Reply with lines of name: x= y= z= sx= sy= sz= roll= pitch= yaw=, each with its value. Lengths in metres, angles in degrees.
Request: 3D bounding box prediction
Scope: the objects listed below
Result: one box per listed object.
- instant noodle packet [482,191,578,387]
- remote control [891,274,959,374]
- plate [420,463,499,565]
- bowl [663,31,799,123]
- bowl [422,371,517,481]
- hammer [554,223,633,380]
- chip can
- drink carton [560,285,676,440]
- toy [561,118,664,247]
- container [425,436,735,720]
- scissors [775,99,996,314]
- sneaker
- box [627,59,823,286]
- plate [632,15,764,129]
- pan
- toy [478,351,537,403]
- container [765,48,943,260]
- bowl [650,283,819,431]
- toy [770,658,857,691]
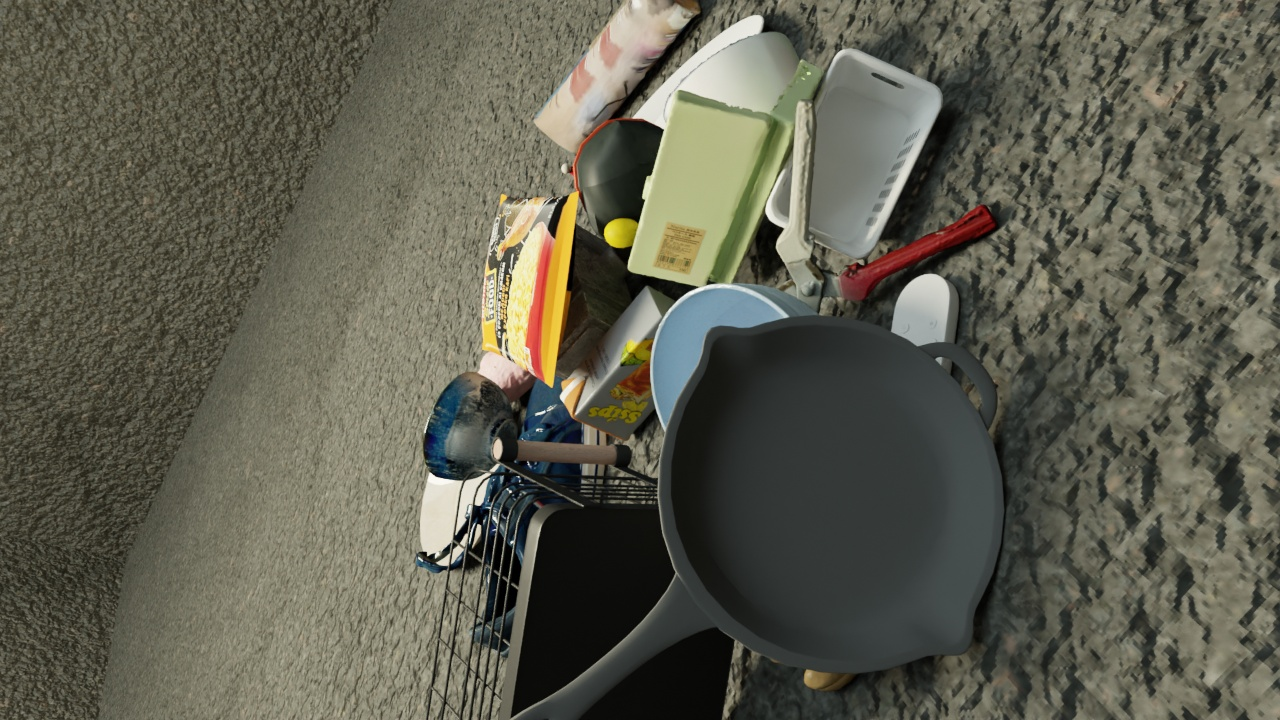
instant noodle packet: x=-0.107 y=-0.073 z=0.848 sx=0.221 sy=0.032 sz=0.160 roll=21 pitch=104 yaw=63
remote control: x=0.174 y=0.010 z=0.579 sx=0.043 sy=0.013 sz=0.136 roll=-9 pitch=64 yaw=54
plate: x=-0.193 y=0.144 z=1.035 sx=0.189 sy=0.027 sz=0.188 roll=-34 pitch=45 yaw=42
bowl: x=0.083 y=-0.195 z=0.724 sx=0.117 sy=0.116 sz=0.065 roll=-37 pitch=77 yaw=40
bowl: x=-0.161 y=0.073 z=0.925 sx=0.061 sy=0.114 sz=0.114 roll=16 pitch=84 yaw=22
hammer: x=0.015 y=-0.133 z=0.856 sx=0.327 sy=0.079 sz=0.176 roll=-45 pitch=38 yaw=23
chip can: x=-0.031 y=-0.333 z=1.039 sx=0.230 sy=0.079 sz=0.079 roll=-43 pitch=39 yaw=35
drink carton: x=-0.005 y=0.005 z=0.797 sx=0.125 sy=0.076 sz=0.048 roll=-49 pitch=36 yaw=21
toy: x=-0.011 y=-0.153 z=0.773 sx=0.097 sy=0.100 sz=0.119 roll=-25 pitch=14 yaw=-8
container: x=-0.041 y=0.184 z=0.619 sx=0.130 sy=0.162 sz=0.241 roll=13 pitch=95 yaw=56
scissors: x=0.126 y=-0.084 z=0.614 sx=0.199 sy=0.179 sz=0.015 roll=-20 pitch=22 yaw=31
sneaker: x=-0.114 y=0.124 z=0.841 sx=0.121 sy=0.127 sz=0.293 roll=-31 pitch=45 yaw=43
box: x=0.065 y=-0.124 z=0.675 sx=0.064 sy=0.130 sz=0.188 roll=64 pitch=157 yaw=25
plate: x=0.042 y=-0.250 z=0.885 sx=0.209 sy=0.015 sz=0.208 roll=-40 pitch=22 yaw=19
pan: x=0.055 y=0.106 z=0.491 sx=0.354 sy=0.216 sz=0.024 roll=-36 pitch=-7 yaw=-15
toy: x=-0.149 y=0.007 z=1.025 sx=0.108 sy=0.053 sz=0.105 roll=-40 pitch=27 yaw=10
container: x=0.147 y=-0.142 z=0.649 sx=0.049 sy=0.081 sz=0.129 roll=-56 pitch=-9 yaw=-86
bowl: x=0.086 y=0.015 z=0.629 sx=0.151 sy=0.074 sz=0.151 roll=18 pitch=116 yaw=40
toy: x=0.097 y=0.138 z=0.552 sx=0.106 sy=0.134 sz=0.108 roll=-43 pitch=62 yaw=-1
